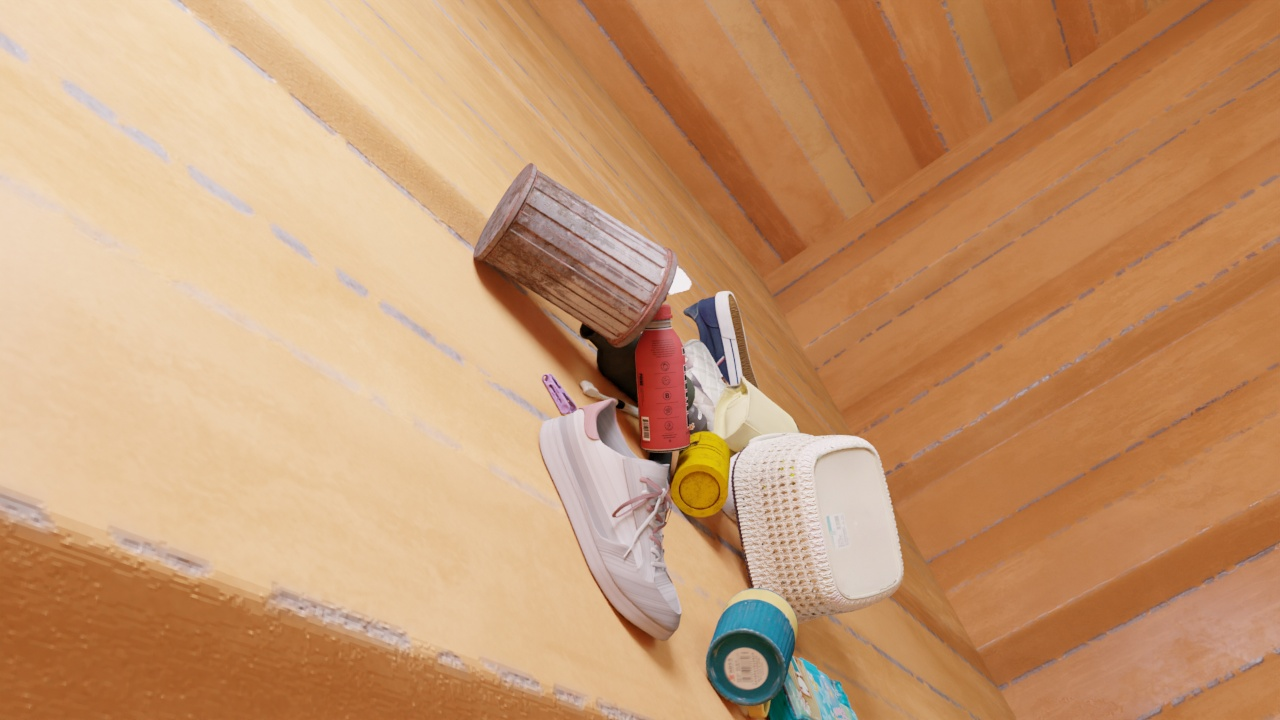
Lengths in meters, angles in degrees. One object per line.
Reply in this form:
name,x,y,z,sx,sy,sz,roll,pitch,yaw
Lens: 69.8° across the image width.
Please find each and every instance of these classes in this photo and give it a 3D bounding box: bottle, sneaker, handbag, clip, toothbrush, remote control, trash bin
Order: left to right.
clip,-0.087,0.035,0.979,0.051,0.013,0.033,56,12,12
trash bin,-0.066,-0.113,1.039,0.211,0.131,0.130,31,22,-20
toothbrush,-0.025,0.053,1.143,0.017,0.012,0.186,59,14,27
sneaker,-0.007,0.136,0.850,0.236,0.090,0.099,61,15,21
bottle,-0.007,0.007,1.186,0.206,0.071,0.071,41,20,-45
bottle,0.025,0.020,1.119,0.062,0.062,0.176,-28,115,-76
remote control,0.028,0.118,1.165,0.033,0.015,0.146,53,14,-12
bottle,0.071,0.083,1.344,0.110,0.036,0.036,46,17,-35
bottle,0.081,0.136,1.185,0.071,0.071,0.163,54,14,-7
handbag,0.111,0.056,1.466,0.195,0.072,0.138,55,16,0
sneaker,0.134,0.035,1.596,0.120,0.127,0.294,-21,96,-70
handbag,0.175,0.099,1.376,0.119,0.081,0.111,34,39,-23

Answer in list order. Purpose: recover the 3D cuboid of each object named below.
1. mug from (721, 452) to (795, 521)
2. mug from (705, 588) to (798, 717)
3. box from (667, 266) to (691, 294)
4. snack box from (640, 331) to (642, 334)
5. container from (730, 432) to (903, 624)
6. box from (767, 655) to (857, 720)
mug,0.158,0.166,1.298,0.082,0.106,0.082,51,15,-19
mug,0.116,0.302,0.924,0.107,0.083,0.113,-27,110,-75
box,-0.016,-0.125,1.333,0.189,0.101,0.111,26,25,-50
snack box,-0.001,-0.015,1.338,0.088,0.033,0.154,46,17,-37
container,0.227,0.208,1.167,0.184,0.144,0.251,-6,81,-31
box,0.196,0.392,1.047,0.226,0.039,0.094,40,21,-47
